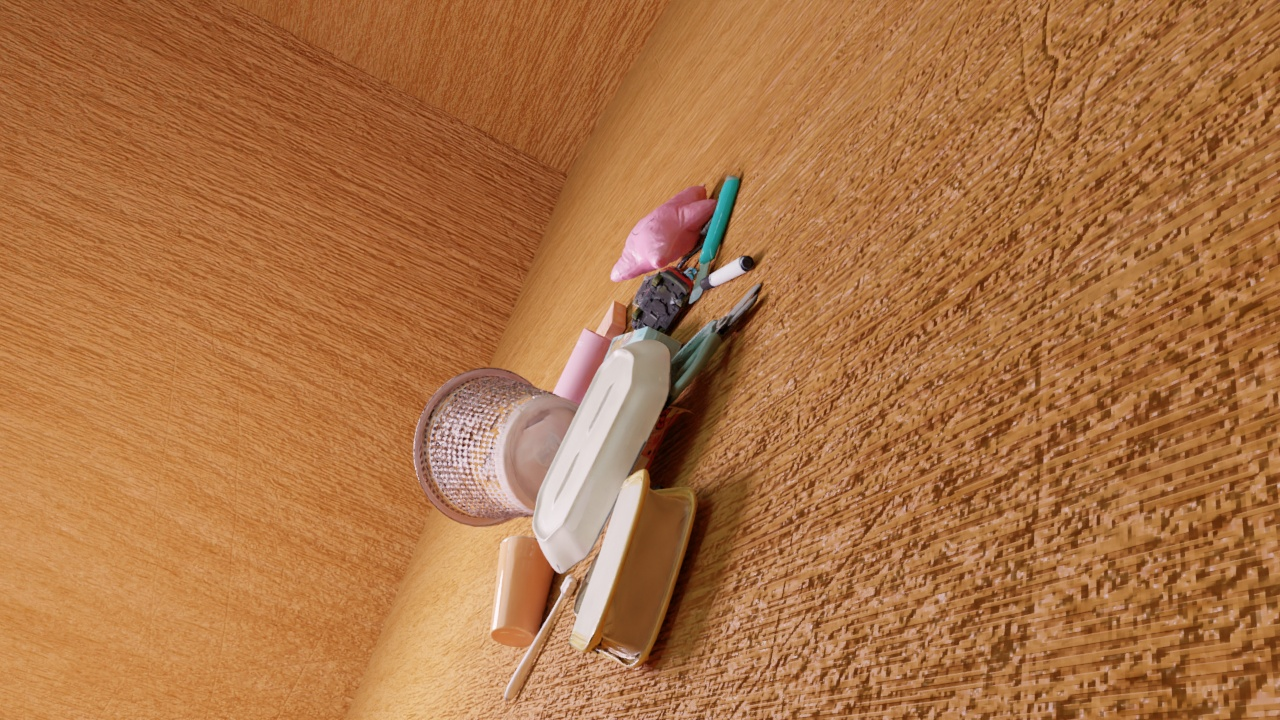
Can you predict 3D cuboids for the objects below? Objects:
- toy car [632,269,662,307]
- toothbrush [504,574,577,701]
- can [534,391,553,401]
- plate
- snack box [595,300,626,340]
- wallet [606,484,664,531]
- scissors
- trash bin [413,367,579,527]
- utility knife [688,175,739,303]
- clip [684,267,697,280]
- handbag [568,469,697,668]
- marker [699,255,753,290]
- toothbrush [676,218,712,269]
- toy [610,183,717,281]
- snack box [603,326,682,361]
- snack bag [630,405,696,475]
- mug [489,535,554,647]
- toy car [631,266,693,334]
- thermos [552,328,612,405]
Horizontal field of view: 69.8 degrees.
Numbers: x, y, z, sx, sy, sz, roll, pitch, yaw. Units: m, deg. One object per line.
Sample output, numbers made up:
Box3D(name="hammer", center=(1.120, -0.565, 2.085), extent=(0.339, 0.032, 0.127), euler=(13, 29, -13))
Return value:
Box3D(name="toy car", center=(0.020, -0.097, 1.293), extent=(0.049, 0.031, 0.106), euler=(-64, 17, -11))
Box3D(name="toothbrush", center=(-0.119, 0.334, 1.092), extent=(0.180, 0.016, 0.016), euler=(-62, 19, 10))
Box3D(name="can", center=(-0.145, 0.088, 1.519), extent=(0.066, 0.066, 0.094), euler=(-64, 13, 2))
Box3D(name="plate", center=(-0.049, 0.093, 0.972), extent=(0.265, 0.034, 0.162), euler=(-63, 21, 1))
Box3D(name="snack box", center=(-0.070, -0.015, 1.503), extent=(0.158, 0.026, 0.084), euler=(-58, 14, 25))
Box3D(name="wallet", center=(-0.012, 0.187, 0.941), extent=(0.121, 0.019, 0.097), euler=(-42, 28, 56))
Box3D(name="scissors", center=(0.064, -0.008, 0.944), extent=(0.178, 0.019, 0.168), euler=(-42, 10, 47))
Box3D(name="trash bin", center=(-0.163, 0.122, 1.235), extent=(0.192, 0.227, 0.227), euler=(-1, 63, 53))
Box3D(name="utility knife", center=(0.093, -0.156, 1.152), extent=(0.029, 0.013, 0.208), euler=(-9, 51, 43))
Box3D(name="clip", center=(0.058, -0.105, 1.203), extent=(0.057, 0.014, 0.048), euler=(-45, 21, 59))
Box3D(name="handbag", center=(-0.014, 0.192, 0.845), extent=(0.179, 0.063, 0.163), euler=(142, 150, -70))
Box3D(name="marker", center=(0.097, -0.099, 1.034), extent=(0.022, 0.018, 0.131), euler=(-59, 11, -15))
Box3D(name="toothbrush", center=(0.045, -0.118, 1.217), extent=(0.190, 0.016, 0.014), euler=(-48, 5, 24))
Box3D(name="toy", center=(0.036, -0.181, 1.282), extent=(0.178, 0.074, 0.195), euler=(-50, 16, -19))
Box3D(name="snack box", center=(-0.007, 0.007, 1.166), extent=(0.074, 0.051, 0.175), euler=(-66, 13, -10))
Box3D(name="snack bag", center=(-0.016, 0.096, 1.022), extent=(0.128, 0.073, 0.208), euler=(-54, 15, -9))
Box3D(name="mug", center=(-0.152, 0.296, 1.167), extent=(0.078, 0.078, 0.122), euler=(-51, 24, 46))
Box3D(name="toy car", center=(0.030, -0.073, 1.168), extent=(0.045, 0.053, 0.121), euler=(-47, -6, -40))
Box3D(name="thermos", center=(-0.102, 0.050, 1.424), extent=(0.198, 0.067, 0.087), euler=(-65, 19, 5))
